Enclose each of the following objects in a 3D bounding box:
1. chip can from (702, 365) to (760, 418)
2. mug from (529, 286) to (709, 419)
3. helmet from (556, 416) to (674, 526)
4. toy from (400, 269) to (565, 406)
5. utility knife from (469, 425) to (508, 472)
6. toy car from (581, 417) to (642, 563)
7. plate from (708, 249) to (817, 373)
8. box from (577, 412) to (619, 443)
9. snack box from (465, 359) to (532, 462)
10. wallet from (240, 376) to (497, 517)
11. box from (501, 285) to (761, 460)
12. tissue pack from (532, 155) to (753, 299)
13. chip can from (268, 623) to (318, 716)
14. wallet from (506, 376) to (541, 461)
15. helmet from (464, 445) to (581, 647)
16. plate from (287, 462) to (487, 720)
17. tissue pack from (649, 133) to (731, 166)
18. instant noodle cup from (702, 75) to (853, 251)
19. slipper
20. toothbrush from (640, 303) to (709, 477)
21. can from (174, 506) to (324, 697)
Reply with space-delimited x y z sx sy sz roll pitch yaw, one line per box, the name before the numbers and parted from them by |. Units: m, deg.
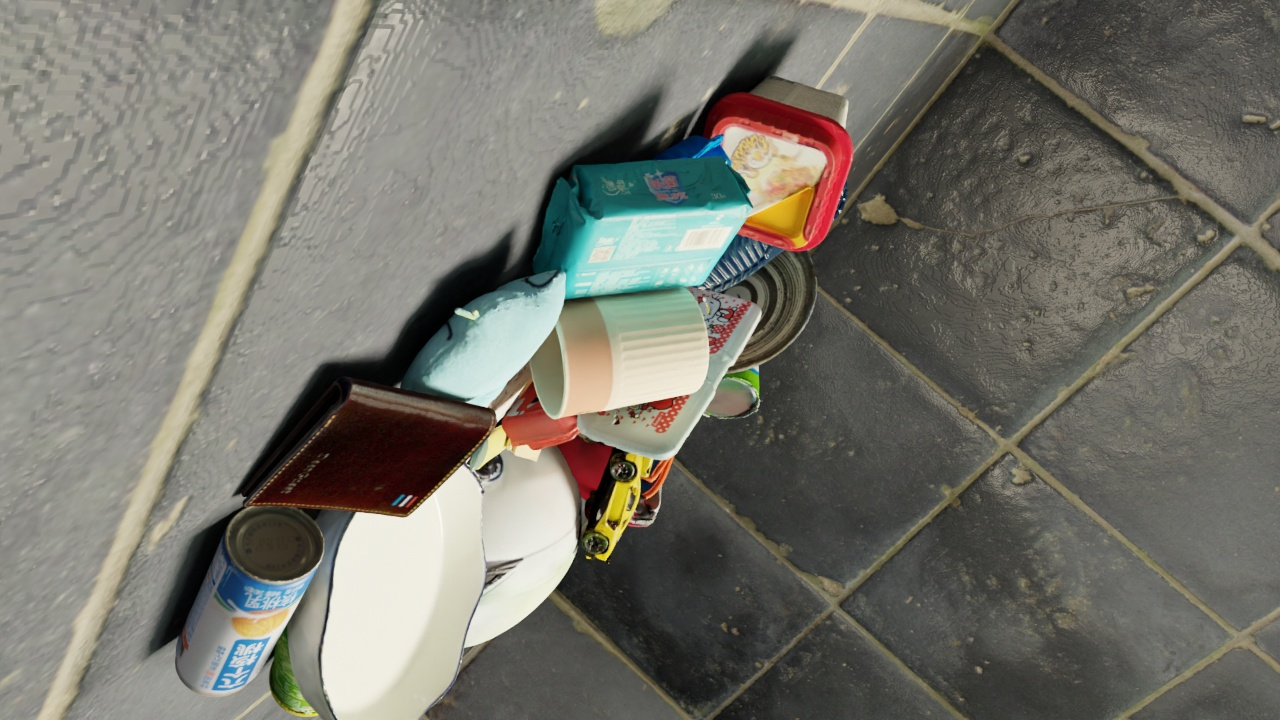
chip can | 0.095 -0.046 1.011 0.072 0.072 0.235 123 -21 -47
mug | -0.022 -0.017 0.647 0.105 0.114 0.082 -8 128 -22
helmet | -0.025 0.066 1.030 0.240 0.144 0.206 75 38 -68
toy | -0.107 0.002 0.574 0.161 0.050 0.156 -40 173 -3
utility knife | -0.117 0.069 0.750 0.167 0.018 0.031 11 102 -85
toy car | -0.023 0.124 0.880 0.071 0.041 0.156 -93 -160 -65
plate | 0.093 -0.065 0.942 0.179 0.179 0.024 -48 149 -5
box | -0.017 -0.012 0.891 0.184 0.090 0.062 -50 172 -10
snack box | -0.122 0.030 0.721 0.154 0.026 0.075 -51 173 17
wallet | -0.150 0.053 0.524 0.096 0.020 0.122 -46 151 14
box | -0.005 0.000 0.732 0.200 0.161 0.059 -54 136 -44
tissue pack | -0.001 -0.086 0.594 0.133 0.050 0.093 -9 153 -26
chip can | -0.258 0.224 0.739 0.072 0.072 0.222 -43 171 -39
wallet | -0.086 0.030 0.803 0.087 0.024 0.115 51 59 -76
helmet | -0.150 0.184 0.882 0.230 0.146 0.257 -54 171 31
plate | -0.172 0.159 0.641 0.204 0.046 0.205 5 89 -73
tissue pack | 0.010 -0.103 0.712 0.094 0.052 0.158 -43 171 -40
instant noodle cup | 0.115 -0.170 0.752 0.123 0.117 0.117 -58 165 -48
slipper | 0.094 -0.144 0.879 0.252 0.105 0.095 -29 -155 -30
toothbrush | 0.030 0.029 0.875 0.015 0.016 0.190 -5 120 -47
can | -0.232 0.143 0.538 0.135 0.053 0.053 -54 172 33
